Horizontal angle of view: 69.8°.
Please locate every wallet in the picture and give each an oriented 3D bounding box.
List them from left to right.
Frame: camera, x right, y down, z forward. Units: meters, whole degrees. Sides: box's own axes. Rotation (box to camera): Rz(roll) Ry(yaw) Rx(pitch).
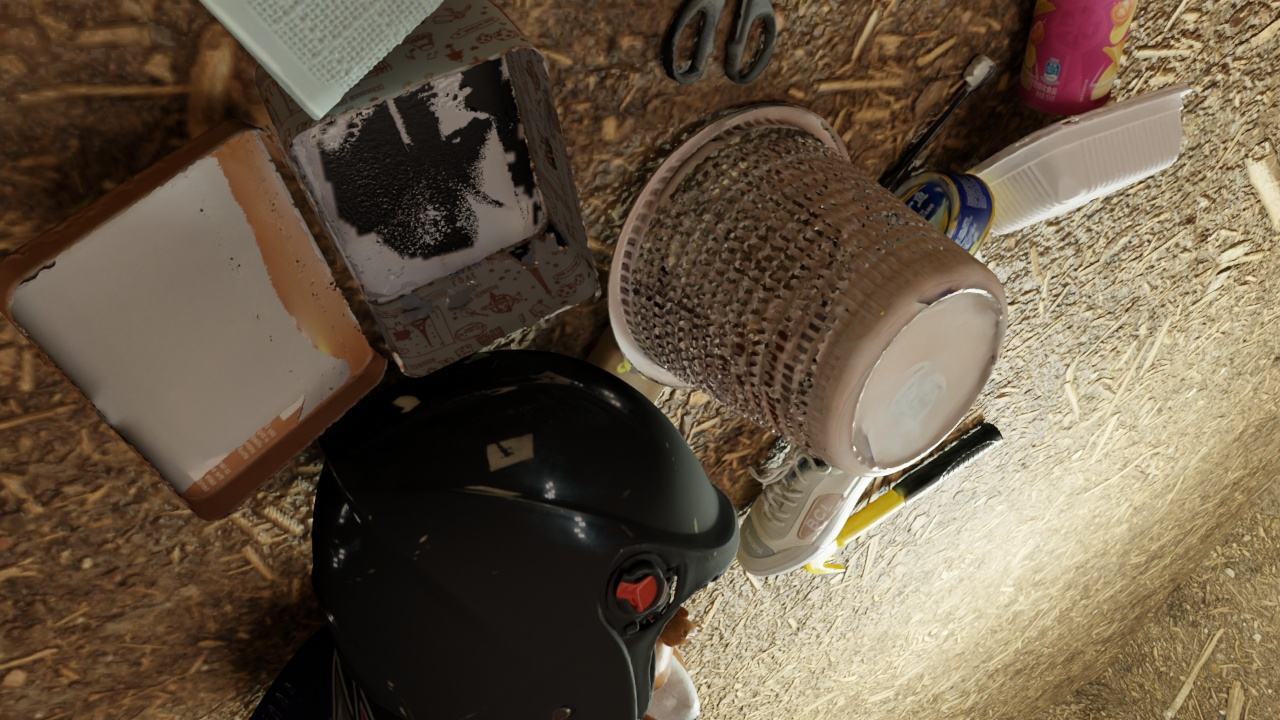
[{"bbox_3d":[-0.004,0.004,0.711,0.090,0.033,0.115,14,116,-44],"label":"wallet"}]

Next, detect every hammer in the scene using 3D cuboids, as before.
[{"bbox_3d":[0.319,0.168,1.133,0.300,0.033,0.129,-32,142,-7],"label":"hammer"}]

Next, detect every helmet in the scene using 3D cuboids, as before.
[{"bbox_3d":[-0.137,0.320,0.701,0.239,0.315,0.248,-29,151,-32],"label":"helmet"},{"bbox_3d":[-0.076,0.102,0.593,0.274,0.233,0.230,-24,117,-14],"label":"helmet"}]

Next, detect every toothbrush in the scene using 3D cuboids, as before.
[{"bbox_3d":[0.212,-0.163,0.723,0.018,0.015,0.181,23,112,-42],"label":"toothbrush"}]

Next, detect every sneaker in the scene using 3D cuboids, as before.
[{"bbox_3d":[0.164,0.127,0.922,0.090,0.089,0.243,15,118,-43],"label":"sneaker"}]

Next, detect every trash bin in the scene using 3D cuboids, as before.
[{"bbox_3d":[0.120,-0.033,0.615,0.227,0.192,0.228,-21,131,-26],"label":"trash bin"}]

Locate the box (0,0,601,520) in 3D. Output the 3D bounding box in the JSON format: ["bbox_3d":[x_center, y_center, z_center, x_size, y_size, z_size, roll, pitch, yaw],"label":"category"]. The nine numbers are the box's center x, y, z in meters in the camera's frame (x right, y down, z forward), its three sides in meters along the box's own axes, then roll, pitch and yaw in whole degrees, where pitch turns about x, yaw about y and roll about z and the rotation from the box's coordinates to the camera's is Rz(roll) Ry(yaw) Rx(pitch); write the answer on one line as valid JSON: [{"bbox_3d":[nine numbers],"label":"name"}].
[{"bbox_3d":[-0.156,-0.053,0.470,0.260,0.105,0.179,-28,141,-13],"label":"box"}]

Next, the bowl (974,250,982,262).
[{"bbox_3d":[0.286,-0.046,0.850,0.065,0.118,0.118,-7,152,27],"label":"bowl"}]

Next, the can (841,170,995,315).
[{"bbox_3d":[0.221,-0.089,0.750,0.049,0.074,0.149,-3,142,-35],"label":"can"}]

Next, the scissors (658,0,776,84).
[{"bbox_3d":[0.066,-0.239,0.534,0.168,0.014,0.156,-46,140,6],"label":"scissors"}]

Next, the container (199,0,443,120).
[{"bbox_3d":[-0.131,-0.179,0.378,0.111,0.090,0.090,-41,142,-2],"label":"container"}]

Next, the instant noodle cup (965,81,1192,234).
[{"bbox_3d":[0.352,-0.157,0.748,0.173,0.060,0.138,-22,176,-22],"label":"instant noodle cup"}]

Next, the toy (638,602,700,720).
[{"bbox_3d":[0.013,0.346,1.012,0.139,0.130,0.200,-43,155,-26],"label":"toy"}]

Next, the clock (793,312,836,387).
[{"bbox_3d":[0.184,-0.005,0.809,0.121,0.082,0.055,-16,142,-24],"label":"clock"}]

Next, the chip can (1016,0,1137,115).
[{"bbox_3d":[0.319,-0.279,0.641,0.071,0.071,0.211,-27,141,-13],"label":"chip can"}]
